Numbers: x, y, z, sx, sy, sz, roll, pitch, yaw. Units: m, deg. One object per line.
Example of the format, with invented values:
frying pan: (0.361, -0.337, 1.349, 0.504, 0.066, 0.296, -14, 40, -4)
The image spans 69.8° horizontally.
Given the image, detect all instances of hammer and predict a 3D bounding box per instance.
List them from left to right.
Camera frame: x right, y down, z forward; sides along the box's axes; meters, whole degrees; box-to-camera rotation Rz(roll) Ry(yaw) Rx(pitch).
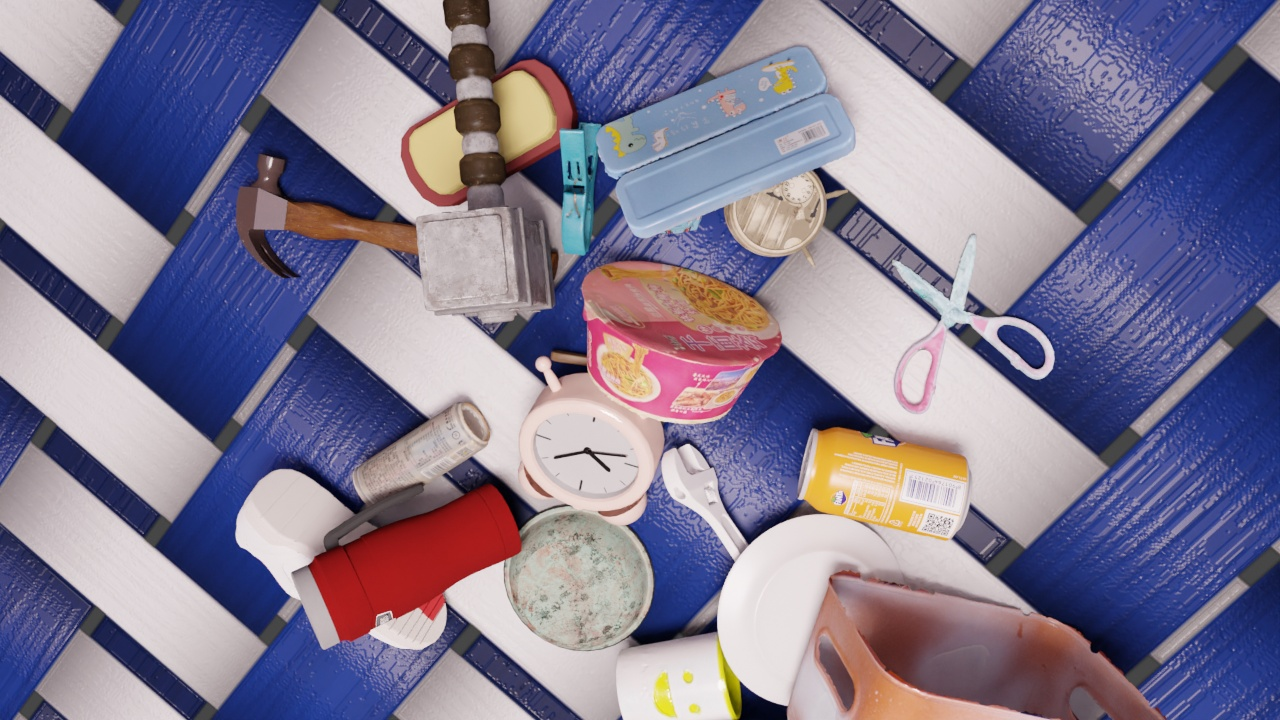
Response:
hammer: (-0.239, -0.119, 0.894, 0.323, 0.033, 0.115, 11, 99, 6)
hammer: (-0.136, -0.195, 0.773, 0.079, 0.177, 0.326, -5, 92, 5)

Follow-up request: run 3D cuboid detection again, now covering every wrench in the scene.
wrench: (0.104, 0.195, 0.879, 0.018, 0.066, 0.273, -30, 99, 30)

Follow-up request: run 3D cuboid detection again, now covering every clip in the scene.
clip: (-0.055, -0.161, 0.854, 0.027, 0.103, 0.120, 8, 107, 11)

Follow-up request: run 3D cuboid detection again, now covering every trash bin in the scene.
trash bin: (0.271, 0.309, 0.784, 0.259, 0.181, 0.157, 15, 104, -12)

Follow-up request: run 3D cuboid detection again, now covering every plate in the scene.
plate: (0.166, 0.239, 0.862, 0.188, 0.016, 0.188, -1, 97, -11)

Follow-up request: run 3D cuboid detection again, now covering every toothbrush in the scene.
toothbrush: (-0.005, 0.005, 0.884, 0.167, 0.016, 0.016, 8, 101, 7)

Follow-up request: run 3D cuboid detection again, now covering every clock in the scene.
clock: (-0.044, 0.074, 0.871, 0.131, 0.086, 0.161, 17, 119, 6)
clock: (0.104, -0.144, 0.818, 0.141, 0.054, 0.093, 22, 102, -1)

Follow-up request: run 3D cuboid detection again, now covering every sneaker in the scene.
sneaker: (-0.313, 0.222, 0.943, 0.236, 0.090, 0.105, 39, 125, -7)

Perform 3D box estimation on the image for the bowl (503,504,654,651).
bowl: (-0.066, 0.225, 0.919, 0.157, 0.038, 0.157, 2, 100, 9)

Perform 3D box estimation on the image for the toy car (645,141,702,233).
toy car: (0.028, -0.171, 0.842, 0.060, 0.027, 0.108, -4, 99, 10)

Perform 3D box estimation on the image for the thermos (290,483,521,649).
thermos: (-0.224, 0.181, 0.869, 0.198, 0.084, 0.108, -23, 77, -24)

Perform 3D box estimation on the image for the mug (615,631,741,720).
mug: (0.038, 0.314, 0.896, 0.106, 0.082, 0.082, -13, 97, 12)

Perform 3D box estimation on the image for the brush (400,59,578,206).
brush: (-0.144, -0.211, 0.856, 0.173, 0.041, 0.082, -27, 94, 12)

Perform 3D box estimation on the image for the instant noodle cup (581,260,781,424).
instant noodle cup: (0.027, -0.013, 0.807, 0.179, 0.178, 0.078, 19, 118, 5)

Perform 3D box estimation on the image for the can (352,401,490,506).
can: (-0.217, 0.095, 0.914, 0.136, 0.054, 0.054, -32, 93, 13)

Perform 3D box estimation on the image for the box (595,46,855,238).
box: (0.069, -0.194, 0.795, 0.209, 0.021, 0.125, -21, 66, 5)

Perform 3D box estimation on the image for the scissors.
scissors: (0.298, -0.026, 0.832, 0.173, 0.013, 0.170, 13, 98, 8)

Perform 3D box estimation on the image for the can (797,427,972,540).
can: (0.220, 0.110, 0.833, 0.142, 0.079, 0.079, 13, 101, 7)
